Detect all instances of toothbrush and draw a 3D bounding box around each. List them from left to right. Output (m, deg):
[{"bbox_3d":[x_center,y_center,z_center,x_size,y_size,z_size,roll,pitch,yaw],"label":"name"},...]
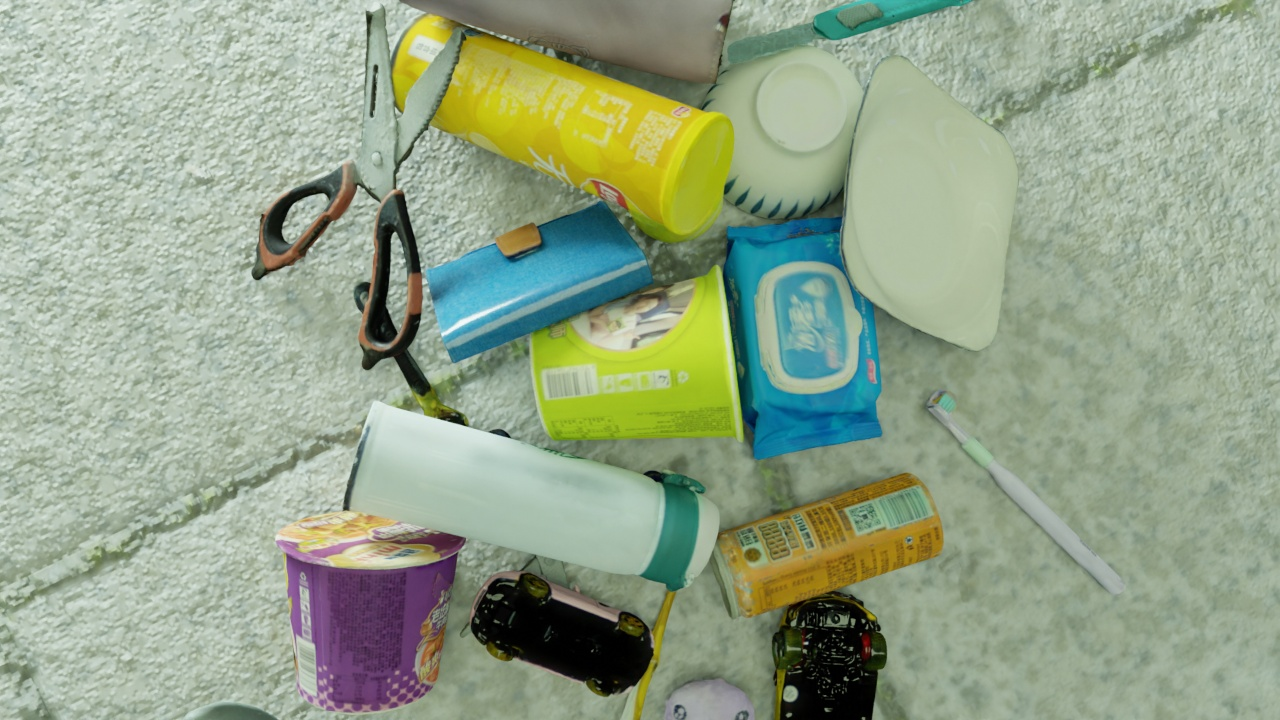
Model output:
[{"bbox_3d":[0.007,0.208,0.611,0.016,0.018,0.191,21,86,-33],"label":"toothbrush"},{"bbox_3d":[0.267,0.093,0.632,0.189,0.029,0.021,45,126,-3],"label":"toothbrush"}]

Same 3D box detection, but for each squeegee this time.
[{"bbox_3d":[-0.177,0.250,0.543,0.247,0.040,0.250,-37,130,-4],"label":"squeegee"}]

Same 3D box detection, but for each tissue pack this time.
[{"bbox_3d":[0.108,-0.016,0.608,0.095,0.052,0.157,-6,88,-4],"label":"tissue pack"}]

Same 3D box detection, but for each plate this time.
[{"bbox_3d":[0.182,-0.097,0.598,0.164,0.034,0.163,22,75,-33],"label":"plate"}]

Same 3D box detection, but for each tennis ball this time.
[{"bbox_3d":[0.022,-0.110,0.599,0.065,0.065,0.065,0,88,-4],"label":"tennis ball"}]

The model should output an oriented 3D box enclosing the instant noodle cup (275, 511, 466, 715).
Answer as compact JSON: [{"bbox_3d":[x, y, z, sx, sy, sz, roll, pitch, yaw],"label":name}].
[{"bbox_3d":[-0.165,0.153,0.564,0.111,0.111,0.099,2,97,-4],"label":"instant noodle cup"}]

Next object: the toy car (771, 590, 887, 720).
[{"bbox_3d":[0.119,0.231,0.605,0.071,0.041,0.156,3,92,-3],"label":"toy car"}]

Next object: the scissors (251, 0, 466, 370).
[{"bbox_3d":[-0.169,-0.103,0.570,0.227,0.015,0.189,-29,87,23],"label":"scissors"}]

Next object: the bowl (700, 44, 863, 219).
[{"bbox_3d":[0.098,-0.157,0.605,0.116,0.066,0.116,0,88,-4],"label":"bowl"}]

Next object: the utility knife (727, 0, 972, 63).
[{"bbox_3d":[0.148,-0.228,0.607,0.222,0.013,0.029,-24,68,-21],"label":"utility knife"}]

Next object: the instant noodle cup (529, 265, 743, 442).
[{"bbox_3d":[-0.003,0.003,0.580,0.123,0.111,0.111,-8,88,5],"label":"instant noodle cup"}]

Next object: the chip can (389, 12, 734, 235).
[{"bbox_3d":[-0.052,-0.146,0.556,0.213,0.072,0.072,26,86,20],"label":"chip can"}]

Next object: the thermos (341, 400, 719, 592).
[{"bbox_3d":[-0.061,0.084,0.564,0.224,0.073,0.073,16,87,-12],"label":"thermos"}]

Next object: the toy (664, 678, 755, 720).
[{"bbox_3d":[0.039,0.261,0.602,0.084,0.039,0.108,10,89,3],"label":"toy"}]

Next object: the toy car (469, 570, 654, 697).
[{"bbox_3d":[-0.050,0.173,0.589,0.122,0.037,0.056,27,96,-16],"label":"toy car"}]

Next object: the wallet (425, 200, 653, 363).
[{"bbox_3d":[-0.067,-0.053,0.579,0.133,0.106,0.040,-22,123,-6],"label":"wallet"}]

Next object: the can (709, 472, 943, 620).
[{"bbox_3d":[0.120,0.121,0.601,0.146,0.058,0.058,-17,89,-4],"label":"can"}]

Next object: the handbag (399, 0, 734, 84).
[{"bbox_3d":[-0.036,-0.245,0.564,0.197,0.099,0.144,14,43,-2],"label":"handbag"}]

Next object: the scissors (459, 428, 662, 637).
[{"bbox_3d":[-0.054,0.120,0.608,0.162,0.012,0.173,-19,97,-10],"label":"scissors"}]

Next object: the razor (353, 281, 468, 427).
[{"bbox_3d":[-0.150,0.011,0.606,0.042,0.022,0.142,-31,91,-14],"label":"razor"}]
